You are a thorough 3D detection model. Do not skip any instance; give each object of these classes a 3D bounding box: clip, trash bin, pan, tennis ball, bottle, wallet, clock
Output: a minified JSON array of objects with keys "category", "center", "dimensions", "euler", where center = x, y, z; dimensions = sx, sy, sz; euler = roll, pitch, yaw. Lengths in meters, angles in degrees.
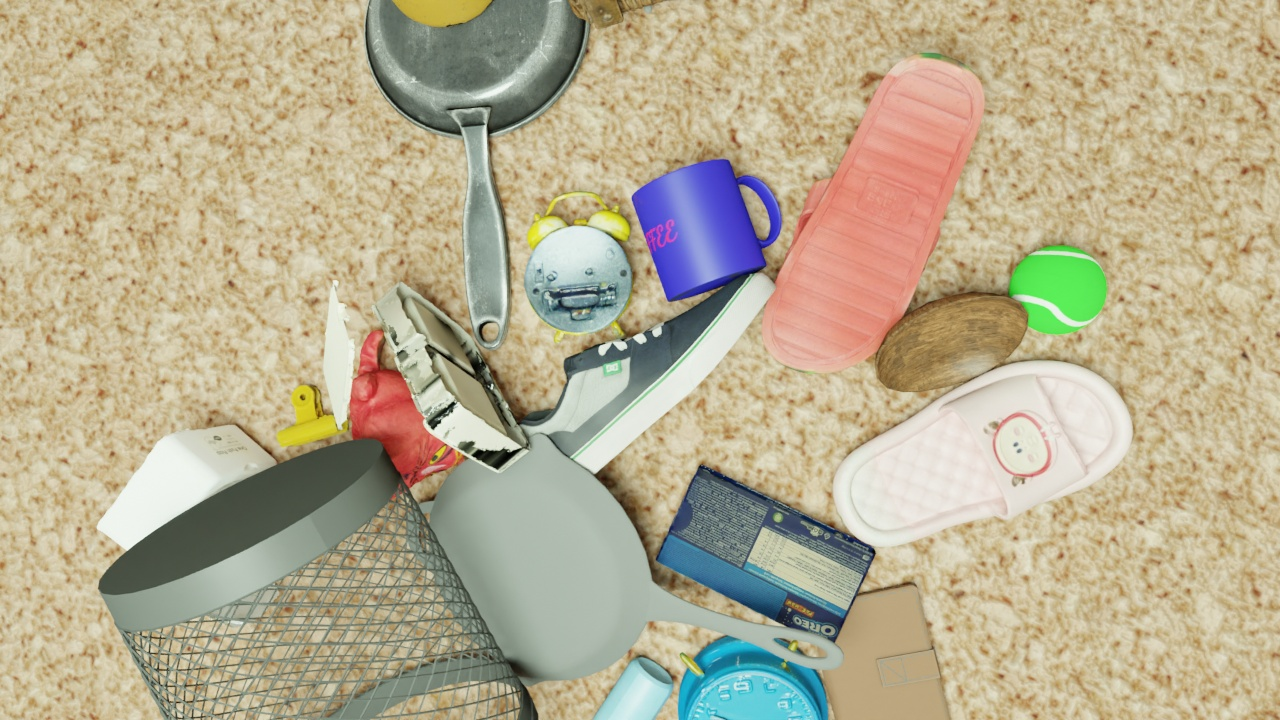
[{"category":"clip","center":[-0.272,0.047,0.759],"dimensions":[0.054,0.045,0.049],"euler":[-17,47,7]},{"category":"trash bin","center":[-0.214,0.198,0.623],"dimensions":[0.218,0.217,0.227],"euler":[-20,105,6]},{"category":"pan","center":[-0.029,0.173,0.680],"dimensions":[0.355,0.024,0.217],"euler":[11,108,20]},{"category":"tennis ball","center":[0.305,-0.051,0.671],"dimensions":[0.065,0.065,0.065],"euler":[0,90,6]},{"category":"bottle","center":[-0.024,0.297,0.720],"dimensions":[0.040,0.040,0.130],"euler":[33,94,5]},{"category":"wallet","center":[0.186,0.240,0.711],"dimensions":[0.087,0.013,0.121],"euler":[-14,89,11]},{"category":"clock","center":[-0.046,-0.073,0.713],"dimensions":[0.083,0.057,0.118],"euler":[-5,90,7]},{"category":"clock","center":[0.089,0.291,0.698],"dimensions":[0.117,0.060,0.161],"euler":[-11,90,6]},{"category":"pan","center":[-0.131,-0.187,0.731],"dimensions":[0.187,0.055,0.356],"euler":[-3,86,7]}]

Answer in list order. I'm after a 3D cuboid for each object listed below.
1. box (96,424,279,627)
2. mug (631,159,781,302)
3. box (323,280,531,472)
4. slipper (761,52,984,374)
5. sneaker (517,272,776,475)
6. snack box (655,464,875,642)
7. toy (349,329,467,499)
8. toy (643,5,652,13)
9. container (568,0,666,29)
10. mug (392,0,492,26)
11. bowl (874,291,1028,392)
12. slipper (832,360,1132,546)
[{"category":"box","center":[-0.327,0.138,0.719],"dimensions":[0.136,0.109,0.121],"euler":[38,94,6]},{"category":"mug","center":[0.058,-0.101,0.697],"dimensions":[0.111,0.079,0.083],"euler":[-19,88,-22]},{"category":"box","center":[-0.175,0.005,0.646],"dimensions":[0.070,0.186,0.143],"euler":[-40,50,5]},{"category":"slipper","center":[0.173,-0.103,0.688],"dimensions":[0.103,0.059,0.249],"euler":[26,107,3]},{"category":"sneaker","center":[-0.004,0.004,0.688],"dimensions":[0.236,0.084,0.079],"euler":[-42,90,14]},{"category":"snack box","center":[0.095,0.150,0.709],"dimensions":[0.150,0.027,0.082],"euler":[26,94,11]},{"category":"toy","center":[-0.186,0.039,0.736],"dimensions":[0.094,0.088,0.133],"euler":[-12,66,-27]},{"category":"toy","center":[0.015,-0.298,0.719],"dimensions":[0.112,0.030,0.049],"euler":[-14,74,6]},{"category":"container","center":[0.025,-0.363,0.637],"dimensions":[0.250,0.162,0.183],"euler":[-15,78,6]},{"category":"mug","center":[-0.146,-0.313,0.665],"dimensions":[0.124,0.094,0.100],"euler":[-36,81,3]},{"category":"bowl","center":[0.225,-0.019,0.677],"dimensions":[0.114,0.102,0.026],"euler":[-13,51,0]},{"category":"slipper","center":[0.250,0.071,0.683],"dimensions":[0.222,0.055,0.106],"euler":[-23,86,7]}]
